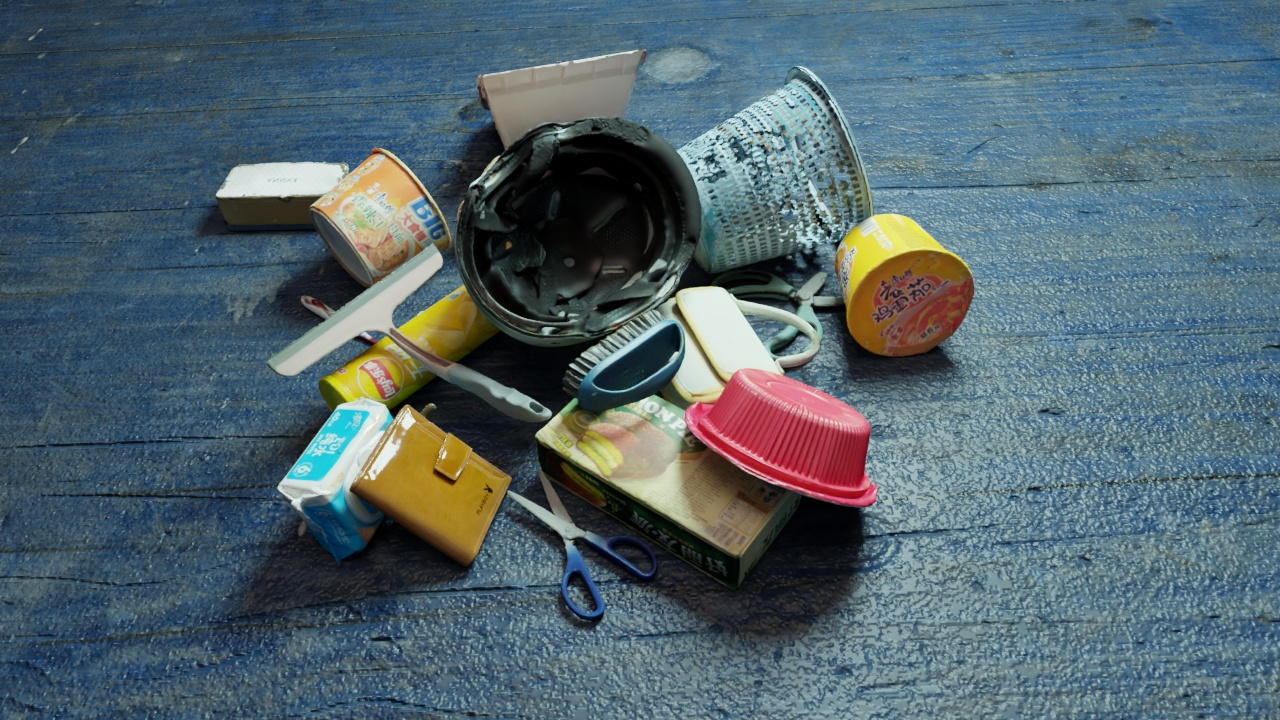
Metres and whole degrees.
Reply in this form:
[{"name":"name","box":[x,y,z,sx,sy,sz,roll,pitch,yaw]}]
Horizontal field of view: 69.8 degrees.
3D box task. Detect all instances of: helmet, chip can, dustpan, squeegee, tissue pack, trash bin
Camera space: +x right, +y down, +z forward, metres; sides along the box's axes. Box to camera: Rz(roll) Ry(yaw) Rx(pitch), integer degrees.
[{"name":"helmet","box":[-0.078,-0.126,1.003,0.273,0.157,0.230,-41,94,-24]},{"name":"chip can","box":[-0.246,-0.009,1.011,0.072,0.072,0.212,30,54,29]},{"name":"dustpan","box":[-0.125,-0.390,1.287,0.222,0.274,0.138,-11,71,-11]},{"name":"squeegee","box":[-0.196,0.005,0.938,0.250,0.040,0.246,29,45,15]},{"name":"tissue pack","box":[-0.274,0.112,0.878,0.063,0.090,0.139,1,43,25]},{"name":"trash bin","box":[0.139,-0.207,1.101,0.195,0.227,0.226,-24,47,-1]}]

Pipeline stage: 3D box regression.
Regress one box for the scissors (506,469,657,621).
[{"name":"scissors","box":[-0.063,0.172,0.857,0.165,0.012,0.156,10,49,10]}]

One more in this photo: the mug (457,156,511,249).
[{"name":"mug","box":[-0.162,-0.198,1.194,0.124,0.084,0.103,24,46,-7]}]

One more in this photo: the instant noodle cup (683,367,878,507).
[{"name":"instant noodle cup","box":[0.140,0.061,0.849,0.194,0.066,0.193,21,12,-5]}]

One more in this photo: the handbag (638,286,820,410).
[{"name":"handbag","box":[0.098,-0.020,0.995,0.178,0.063,0.163,-21,49,-8]}]

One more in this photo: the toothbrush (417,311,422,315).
[{"name":"toothbrush","box":[-0.181,-0.082,1.115,0.188,0.029,0.021,-25,89,-21]}]

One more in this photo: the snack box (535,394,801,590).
[{"name":"snack box","box":[0.024,0.108,0.884,0.240,0.063,0.114,26,52,26]}]

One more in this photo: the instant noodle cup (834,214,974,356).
[{"name":"instant noodle cup","box":[0.282,-0.090,1.020,0.138,0.138,0.109,-6,36,-2]}]

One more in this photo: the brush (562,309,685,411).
[{"name":"brush","box":[-0.005,0.005,0.904,0.073,0.055,0.143,31,50,30]}]

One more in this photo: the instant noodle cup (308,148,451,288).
[{"name":"instant noodle cup","box":[-0.324,-0.167,1.127,0.111,0.151,0.151,-41,56,-21]}]

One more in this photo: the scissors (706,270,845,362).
[{"name":"scissors","box":[0.150,-0.063,1.076,0.180,0.019,0.169,21,52,24]}]

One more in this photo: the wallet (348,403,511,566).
[{"name":"wallet","box":[-0.193,0.113,0.870,0.130,0.035,0.118,38,48,-16]}]

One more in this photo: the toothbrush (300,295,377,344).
[{"name":"toothbrush","box":[-0.342,-0.041,1.085,0.188,0.017,0.016,28,52,26]}]

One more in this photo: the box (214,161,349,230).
[{"name":"box","box":[-0.486,-0.224,1.249,0.184,0.059,0.089,-1,45,6]}]
